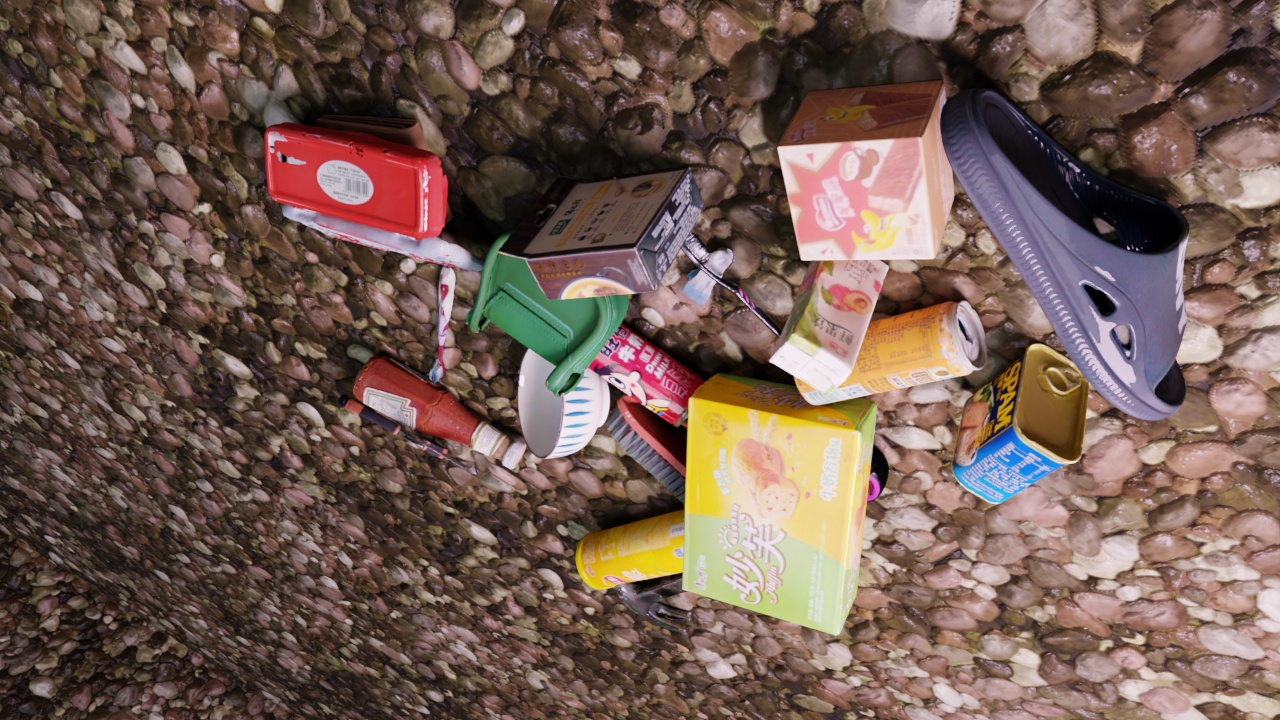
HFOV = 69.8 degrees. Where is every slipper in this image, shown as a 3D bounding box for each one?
[{"bbox_3d":[0.293,-0.071,0.579,0.084,0.110,0.268,-28,111,42],"label":"slipper"}]

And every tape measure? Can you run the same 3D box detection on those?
[{"bbox_3d":[0.202,0.107,0.863,0.058,0.039,0.057,4,133,27],"label":"tape measure"}]

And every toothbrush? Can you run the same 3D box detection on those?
[{"bbox_3d":[0.098,-0.046,0.776,0.018,0.014,0.189,-40,116,22],"label":"toothbrush"},{"bbox_3d":[-0.214,-0.035,0.979,0.016,0.017,0.188,26,140,4],"label":"toothbrush"}]

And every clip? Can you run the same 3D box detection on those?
[{"bbox_3d":[0.060,-0.074,0.778,0.027,0.043,0.058,38,131,-5],"label":"clip"}]

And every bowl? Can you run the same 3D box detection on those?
[{"bbox_3d":[-0.073,0.038,0.917,0.066,0.116,0.117,-1,150,-29],"label":"bowl"}]

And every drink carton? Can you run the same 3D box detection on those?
[{"bbox_3d":[0.142,-0.035,0.691,0.053,0.122,0.046,31,141,-2],"label":"drink carton"}]

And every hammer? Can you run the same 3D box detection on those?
[{"bbox_3d":[0.082,0.258,1.096,0.126,0.031,0.324,42,138,-14],"label":"hammer"}]

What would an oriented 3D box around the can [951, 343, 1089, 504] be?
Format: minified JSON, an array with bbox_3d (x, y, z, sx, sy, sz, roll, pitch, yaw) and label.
[{"bbox_3d":[0.290,0.051,0.707,0.057,0.101,0.083,31,141,-2],"label":"can"}]

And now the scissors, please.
[{"bbox_3d":[-0.268,0.086,1.056,0.189,0.015,0.226,29,170,-4],"label":"scissors"}]

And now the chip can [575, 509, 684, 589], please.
[{"bbox_3d":[0.017,0.215,1.059,0.214,0.071,0.072,-25,116,43],"label":"chip can"}]

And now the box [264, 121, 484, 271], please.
[{"bbox_3d":[-0.248,-0.138,0.834,0.201,0.073,0.155,16,145,26],"label":"box"}]

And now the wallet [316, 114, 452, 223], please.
[{"bbox_3d":[-0.236,-0.178,0.847,0.115,0.020,0.101,12,138,24],"label":"wallet"}]

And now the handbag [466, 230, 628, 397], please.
[{"bbox_3d":[-0.084,-0.047,0.809,0.131,0.067,0.120,34,106,11],"label":"handbag"}]

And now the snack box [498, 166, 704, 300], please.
[{"bbox_3d":[-0.029,-0.103,0.728,0.126,0.113,0.053,-2,131,33],"label":"snack box"}]

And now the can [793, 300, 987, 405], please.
[{"bbox_3d":[0.196,-0.004,0.739,0.146,0.058,0.058,-16,122,40],"label":"can"}]

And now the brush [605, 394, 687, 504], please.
[{"bbox_3d":[0.033,0.083,0.929,0.146,0.063,0.069,43,108,-13],"label":"brush"}]

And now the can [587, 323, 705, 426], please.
[{"bbox_3d":[-0.005,0.005,0.870,0.132,0.053,0.053,34,140,-5],"label":"can"}]

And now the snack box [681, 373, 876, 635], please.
[{"bbox_3d":[0.124,0.129,0.842,0.158,0.069,0.210,11,112,24],"label":"snack box"}]

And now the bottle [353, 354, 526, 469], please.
[{"bbox_3d":[-0.228,0.063,1.056,0.206,0.059,0.060,28,140,2],"label":"bottle"}]

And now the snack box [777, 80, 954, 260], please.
[{"bbox_3d":[0.155,-0.127,0.623,0.094,0.076,0.093,3,133,28],"label":"snack box"}]
